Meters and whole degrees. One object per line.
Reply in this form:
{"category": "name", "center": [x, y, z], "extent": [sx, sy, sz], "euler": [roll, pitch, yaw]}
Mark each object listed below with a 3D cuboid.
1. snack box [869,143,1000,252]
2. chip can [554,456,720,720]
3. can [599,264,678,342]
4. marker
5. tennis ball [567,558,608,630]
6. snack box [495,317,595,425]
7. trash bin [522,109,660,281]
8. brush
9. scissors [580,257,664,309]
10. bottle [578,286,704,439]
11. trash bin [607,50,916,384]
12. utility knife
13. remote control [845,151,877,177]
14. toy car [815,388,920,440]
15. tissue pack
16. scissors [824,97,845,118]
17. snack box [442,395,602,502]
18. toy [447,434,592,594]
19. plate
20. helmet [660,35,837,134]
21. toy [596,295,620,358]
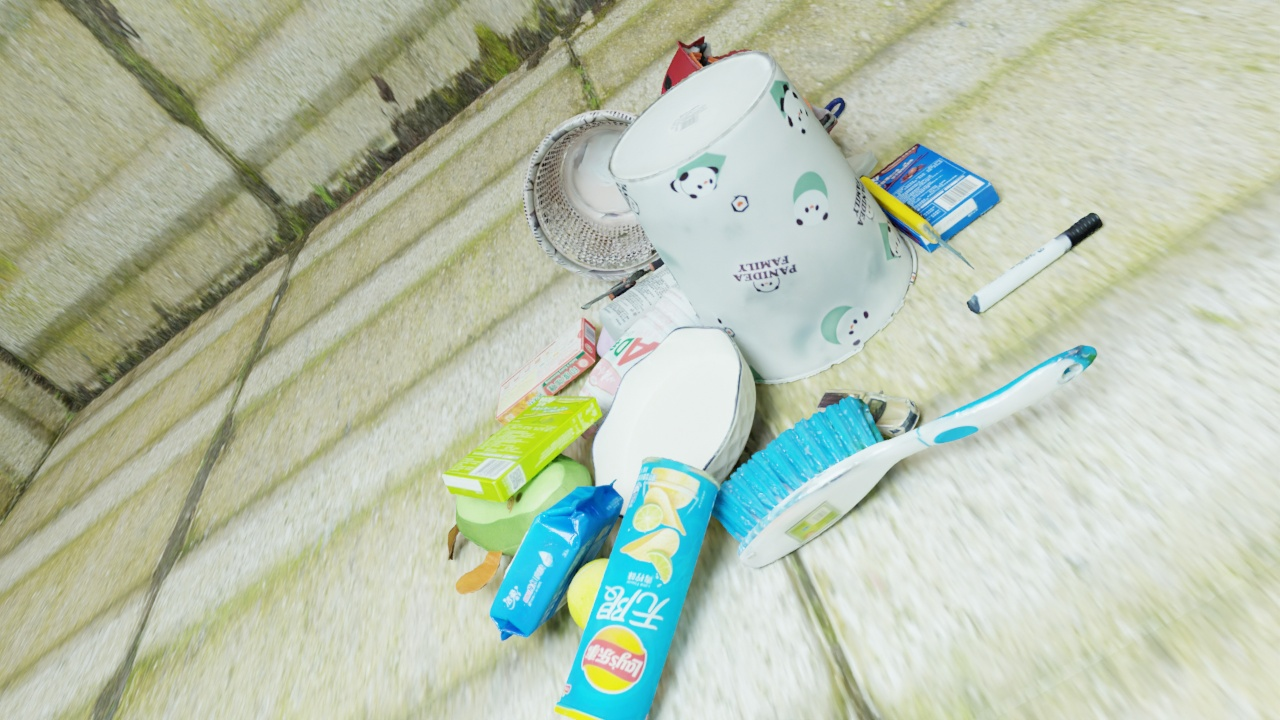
{"category": "snack box", "center": [0.297, -0.174, 0.962], "extent": [0.084, 0.026, 0.157], "euler": [-38, 29, 8]}
{"category": "chip can", "center": [0.001, 0.186, 0.728], "extent": [0.071, 0.071, 0.209], "euler": [-4, 59, 47]}
{"category": "can", "center": [0.024, -0.076, 1.094], "extent": [0.146, 0.058, 0.058], "euler": [-37, 28, -14]}
{"category": "marker", "center": [0.342, -0.084, 0.800], "extent": [0.131, 0.018, 0.022], "euler": [-36, 5, 7]}
{"category": "tennis ball", "center": [-0.030, 0.204, 0.791], "extent": [0.066, 0.065, 0.065], "euler": [-29, 31, 19]}
{"category": "snack box", "center": [-0.121, 0.016, 1.170], "extent": [0.156, 0.027, 0.077], "euler": [-38, 28, 22]}
{"category": "trash bin", "center": [-0.042, -0.246, 1.291], "extent": [0.228, 0.227, 0.192], "euler": [-33, 18, 13]}
{"category": "brush", "center": [0.188, 0.063, 0.710], "extent": [0.315, 0.060, 0.109], "euler": [-42, 34, 18]}
{"category": "scissors", "center": [0.003, -0.109, 1.146], "extent": [0.189, 0.015, 0.226], "euler": [-31, 2, -6]}
{"category": "bottle", "center": [-0.006, 0.006, 1.033], "extent": [0.197, 0.068, 0.068], "euler": [-45, 30, -4]}
{"category": "trash bin", "center": [0.112, -0.144, 0.905], "extent": [0.230, 0.252, 0.229], "euler": [-28, 32, 19]}
{"category": "utility knife", "center": [0.266, -0.138, 0.895], "extent": [0.015, 0.033, 0.219], "euler": [-45, 31, 12]}
{"category": "remote control", "center": [0.214, -0.210, 1.094], "extent": [0.058, 0.021, 0.150], "euler": [-46, 20, -24]}
{"category": "toy car", "center": [0.192, 0.046, 0.780], "extent": [0.091, 0.035, 0.042], "euler": [5, 54, 48]}
{"category": "tissue pack", "center": [-0.075, 0.173, 0.820], "extent": [0.157, 0.052, 0.094], "euler": [-61, -15, 19]}
{"category": "scissors", "center": [0.212, -0.301, 1.249], "extent": [0.162, 0.012, 0.175], "euler": [-36, 32, 10]}
{"category": "snack box", "center": [-0.118, 0.085, 0.930], "extent": [0.086, 0.026, 0.156], "euler": [-1, 29, 42]}
{"category": "toy", "center": [-0.130, 0.145, 0.964], "extent": [0.247, 0.090, 0.226], "euler": [-6, 51, 50]}
{"category": "plate", "center": [0.033, 0.063, 0.889], "extent": [0.205, 0.045, 0.204], "euler": [-37, 36, 33]}
{"category": "helmet", "center": [0.112, -0.297, 1.152], "extent": [0.207, 0.239, 0.144], "euler": [50, 125, 27]}
{"category": "toy", "center": [-0.027, -0.045, 1.152], "extent": [0.084, 0.039, 0.107], "euler": [-29, 36, 43]}
